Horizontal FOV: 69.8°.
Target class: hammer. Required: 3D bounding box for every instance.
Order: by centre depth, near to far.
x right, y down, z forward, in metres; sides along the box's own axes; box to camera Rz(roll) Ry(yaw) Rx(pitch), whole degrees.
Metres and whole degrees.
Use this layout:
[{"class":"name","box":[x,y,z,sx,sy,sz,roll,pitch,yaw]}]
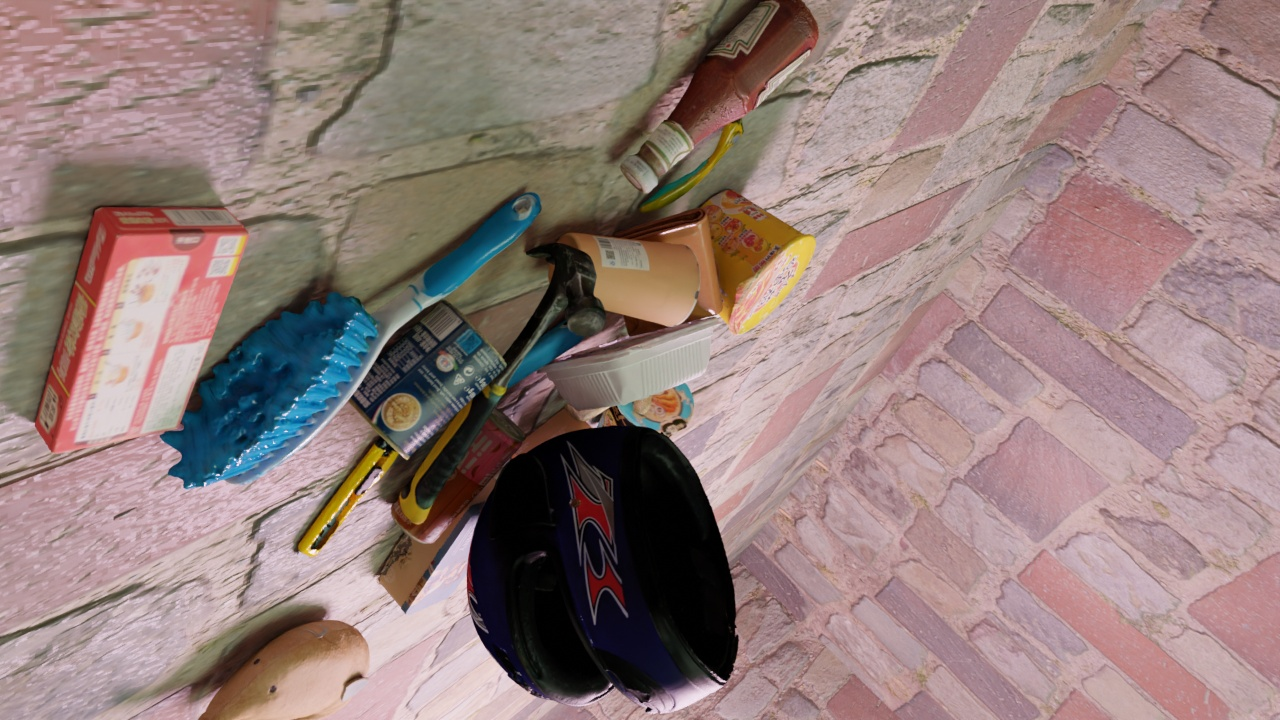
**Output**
[{"class":"hammer","box":[-0.133,0.028,0.807,0.032,0.126,0.324,19,126,-30]}]

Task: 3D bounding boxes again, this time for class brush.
[{"class":"brush","box":[-0.190,-0.029,0.649,0.314,0.060,0.109,-47,167,-8]}]

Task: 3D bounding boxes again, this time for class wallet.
[{"class":"wallet","box":[0.024,-0.085,0.924,0.108,0.031,0.132,-15,137,0]}]

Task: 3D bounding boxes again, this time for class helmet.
[{"class":"helmet","box":[-0.052,0.218,0.910,0.241,0.314,0.247,-29,123,16]}]

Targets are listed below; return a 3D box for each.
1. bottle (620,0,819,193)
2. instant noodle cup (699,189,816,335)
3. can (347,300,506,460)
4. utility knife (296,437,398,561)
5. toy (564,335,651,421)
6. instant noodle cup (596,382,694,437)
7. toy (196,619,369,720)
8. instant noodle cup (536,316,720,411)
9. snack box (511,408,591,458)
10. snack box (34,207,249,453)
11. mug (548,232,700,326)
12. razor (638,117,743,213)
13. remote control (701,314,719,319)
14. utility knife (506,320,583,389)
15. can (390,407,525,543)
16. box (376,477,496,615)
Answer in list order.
[{"class":"bottle","box":[0.065,-0.225,0.783,0.206,0.060,0.060,-46,161,-4]},{"class":"instant noodle cup","box":[0.109,-0.115,1.021,0.137,0.110,0.138,-41,161,-18]},{"class":"can","box":[-0.170,0.014,0.730,0.111,0.075,0.075,-44,161,-11]},{"class":"utility knife","box":[-0.266,0.128,0.839,0.164,0.015,0.033,-51,152,12]},{"class":"toy","box":[-0.025,0.021,1.097,0.156,0.066,0.105,-30,113,-33]},{"class":"instant noodle cup","box":[-0.004,0.079,1.189,0.111,0.111,0.121,-31,163,-40]},{"class":"toy","box":[-0.366,0.329,0.933,0.143,0.082,0.226,-57,158,2]},{"class":"instant noodle cup","box":[-0.006,0.006,0.970,0.138,0.060,0.173,-10,-171,45]},{"class":"snack box","box":[-0.097,0.126,1.110,0.092,0.077,0.095,-38,159,-25]},{"class":"snack box","box":[-0.278,-0.016,0.512,0.075,0.025,0.153,-14,143,-56]},{"class":"mug","box":[-0.017,-0.077,0.830,0.122,0.078,0.078,7,129,-34]},{"class":"razor","box":[0.051,-0.186,0.887,0.132,0.028,0.043,-44,165,-4]},{"class":"remote control","box":[0.063,-0.068,1.099,0.134,0.056,0.019,-22,149,-53]},{"class":"utility knife","box":[-0.147,0.024,0.889,0.236,0.018,0.034,-35,146,-24]},{"class":"can","box":[-0.185,0.115,0.928,0.147,0.058,0.058,-48,161,2]},{"class":"box","box":[-0.215,0.197,1.026,0.185,0.061,0.089,-54,161,23]}]
